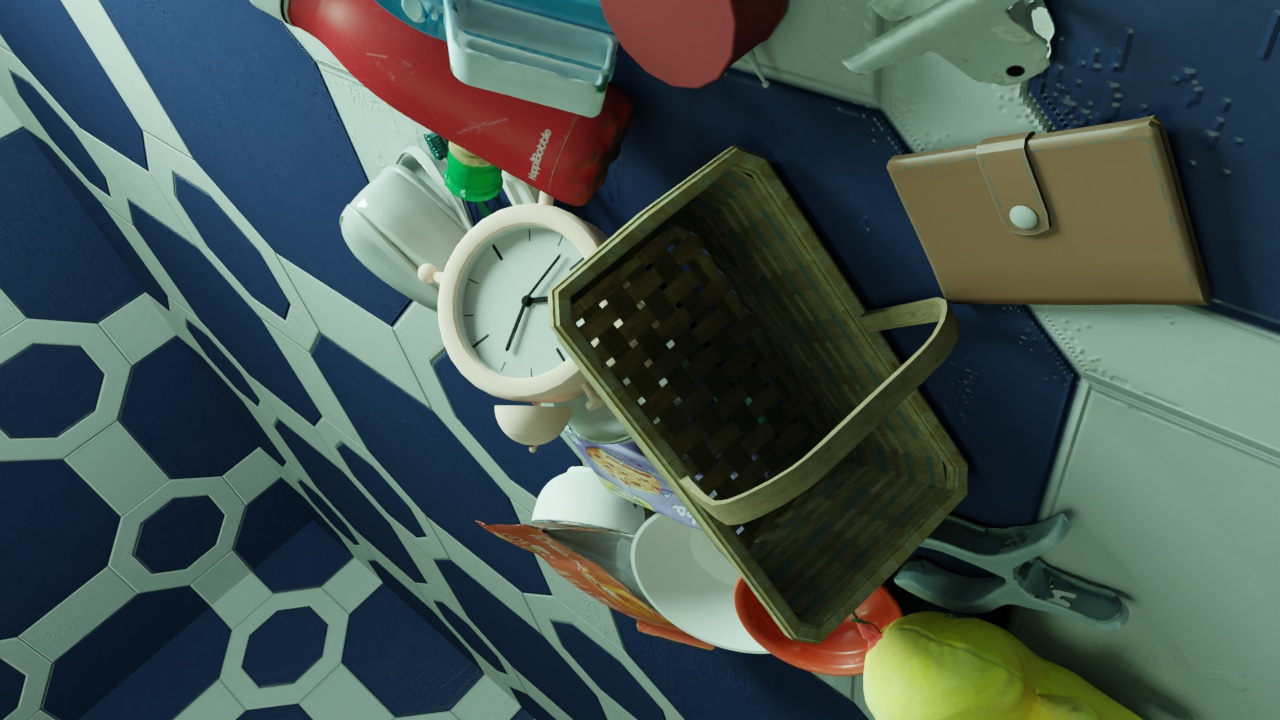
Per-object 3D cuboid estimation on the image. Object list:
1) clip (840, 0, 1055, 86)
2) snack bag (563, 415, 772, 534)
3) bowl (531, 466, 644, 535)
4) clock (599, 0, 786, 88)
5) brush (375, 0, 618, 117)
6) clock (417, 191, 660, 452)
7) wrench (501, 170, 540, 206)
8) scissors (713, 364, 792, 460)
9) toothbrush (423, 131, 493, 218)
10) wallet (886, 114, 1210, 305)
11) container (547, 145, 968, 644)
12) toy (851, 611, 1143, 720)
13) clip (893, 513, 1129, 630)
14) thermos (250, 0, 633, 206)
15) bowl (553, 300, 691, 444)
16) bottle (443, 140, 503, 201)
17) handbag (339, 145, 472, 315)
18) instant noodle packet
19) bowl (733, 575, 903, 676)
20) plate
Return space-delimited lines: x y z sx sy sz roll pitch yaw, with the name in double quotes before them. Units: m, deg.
"clip" 0.129 -0.134 0.347 0.102 0.053 0.057 -11 84 60
"snack bag" 0.032 0.080 0.705 0.206 0.058 0.096 15 145 43
"bowl" -0.049 0.144 0.921 0.113 0.063 0.113 9 162 3
"clock" 0.021 -0.180 0.413 0.087 0.044 0.125 29 149 32
"brush" -0.077 -0.177 0.473 0.136 0.075 0.055 14 153 -4
"clock" -0.064 -0.034 0.630 0.160 0.131 0.086 59 -164 22
"wrench" -0.059 -0.056 0.737 0.087 0.018 0.273 12 136 51
"scissors" 0.088 0.052 0.667 0.131 0.019 0.150 40 152 15
"toothbrush" -0.117 -0.101 0.736 0.190 0.017 0.016 59 157 -11
"wallet" 0.171 -0.058 0.397 0.121 0.013 0.087 5 134 53
"container" 0.074 0.021 0.498 0.250 0.157 0.186 53 165 -13
"toy" 0.234 0.223 0.601 0.208 0.092 0.134 8 156 23
"clip" 0.206 0.117 0.573 0.106 0.027 0.164 53 152 -16
"thermos" -0.122 -0.175 0.536 0.240 0.073 0.073 29 152 1
"bowl" -0.004 0.004 0.661 0.118 0.118 0.062 24 -173 38
"bottle" -0.112 -0.161 0.623 0.043 0.043 0.111 38 143 18
"handbag" -0.154 -0.070 0.802 0.222 0.095 0.216 45 168 -17
"instant noodle packet" -0.044 0.202 0.897 0.220 0.083 0.165 26 162 -22
"bowl" 0.141 0.183 0.712 0.131 0.045 0.131 12 127 16
"plate" 0.080 0.177 0.790 0.174 0.036 0.174 12 127 16
